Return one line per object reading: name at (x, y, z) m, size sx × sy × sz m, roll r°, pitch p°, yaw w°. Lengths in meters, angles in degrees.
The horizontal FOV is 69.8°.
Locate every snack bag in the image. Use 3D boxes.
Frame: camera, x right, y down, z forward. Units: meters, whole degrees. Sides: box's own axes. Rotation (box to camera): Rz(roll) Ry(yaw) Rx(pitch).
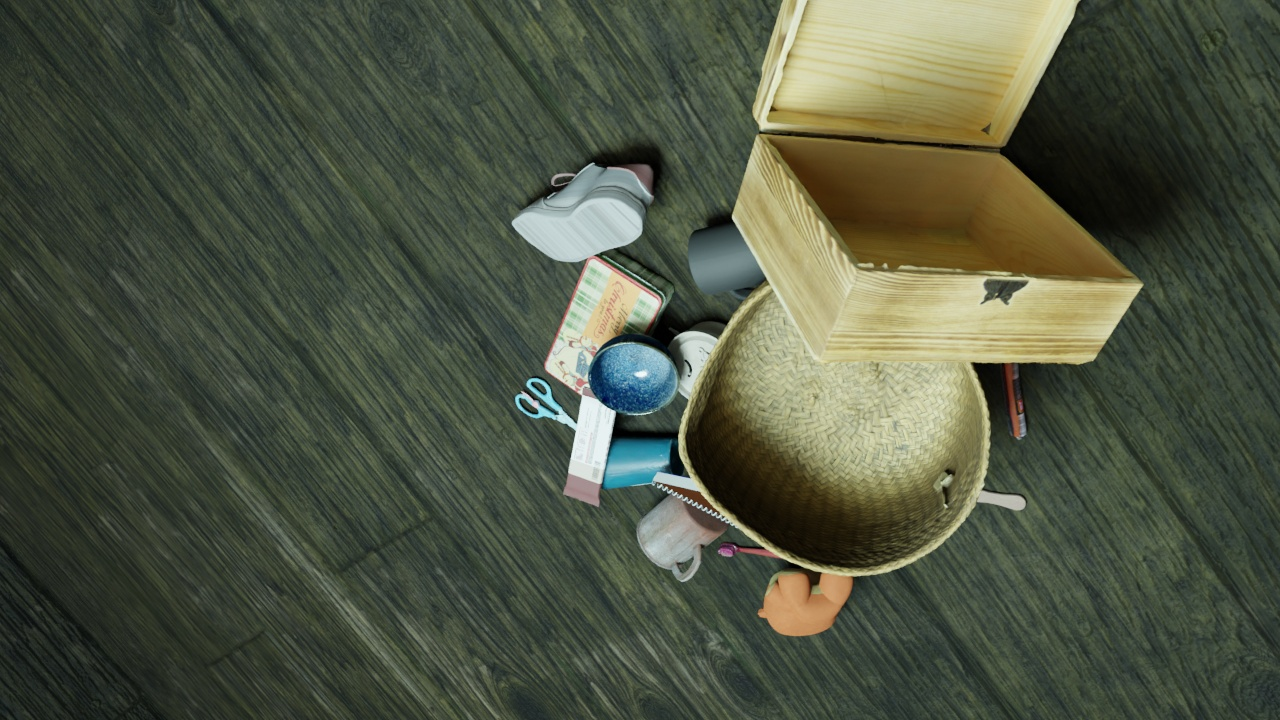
snack bag at (-0.067, 0.118, 1.244) m, size 0.057 × 0.013 × 0.158 m, roll 16°, pitch 106°, yaw 18°

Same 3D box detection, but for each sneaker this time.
sneaker at (-0.064, -0.190, 1.122) m, size 0.237 × 0.089 × 0.099 m, roll -2°, pitch 140°, yaw 49°

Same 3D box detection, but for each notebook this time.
notebook at (0.135, 0.198, 1.166) m, size 0.209 × 0.022 × 0.172 m, roll 29°, pitch 168°, yaw -19°

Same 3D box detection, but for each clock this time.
clock at (0.108, 0.000, 1.147) m, size 0.157 × 0.061 × 0.103 m, roll 3°, pitch 118°, yaw 34°

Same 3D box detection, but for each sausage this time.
sausage at (0.416, 0.024, 1.031) m, size 0.020 × 0.020 × 0.155 m, roll -4°, pitch 115°, yaw 28°

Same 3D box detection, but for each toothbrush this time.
toothbrush at (0.194, 0.271, 1.269) m, size 0.190 × 0.016 × 0.016 m, roll 0°, pitch 112°, yaw 32°

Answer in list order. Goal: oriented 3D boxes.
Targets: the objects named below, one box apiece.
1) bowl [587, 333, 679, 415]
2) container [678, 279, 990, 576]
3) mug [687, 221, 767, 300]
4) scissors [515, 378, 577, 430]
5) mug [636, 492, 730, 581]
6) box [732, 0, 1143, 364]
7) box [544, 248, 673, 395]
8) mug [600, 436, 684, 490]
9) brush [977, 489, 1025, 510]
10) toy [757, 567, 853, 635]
bowl at (-0.007, 0.007, 1.148) m, size 0.114 × 0.060 × 0.114 m, roll 3°, pitch 128°, yaw 3°
container at (0.213, 0.050, 0.984) m, size 0.307 × 0.196 × 0.307 m, roll 4°, pitch 103°, yaw 16°
mug at (0.120, -0.112, 1.075) m, size 0.088 × 0.078 × 0.113 m, roll -9°, pitch 139°, yaw 30°
scissors at (-0.115, 0.072, 1.329) m, size 0.141 × 0.015 × 0.076 m, roll 26°, pitch 124°, yaw 4°
mug at (0.063, 0.239, 1.267) m, size 0.096 × 0.122 × 0.110 m, roll 11°, pitch 136°, yaw -30°
box at (0.267, -0.210, 0.775) m, size 0.279 × 0.285 × 0.337 m, roll -1°, pitch 128°, yaw -17°
box at (-0.046, -0.040, 1.207) m, size 0.117 × 0.050 × 0.206 m, roll 32°, pitch 125°, yaw 6°
mug at (-0.005, 0.140, 1.273) m, size 0.121 × 0.078 × 0.078 m, roll -5°, pitch 114°, yaw 24°
brush at (0.397, 0.164, 1.120) m, size 0.136 × 0.015 × 0.050 m, roll 9°, pitch 122°, yaw 22°
toy at (0.219, 0.326, 1.237) m, size 0.112 × 0.096 × 0.176 m, roll -1°, pitch 139°, yaw -10°
